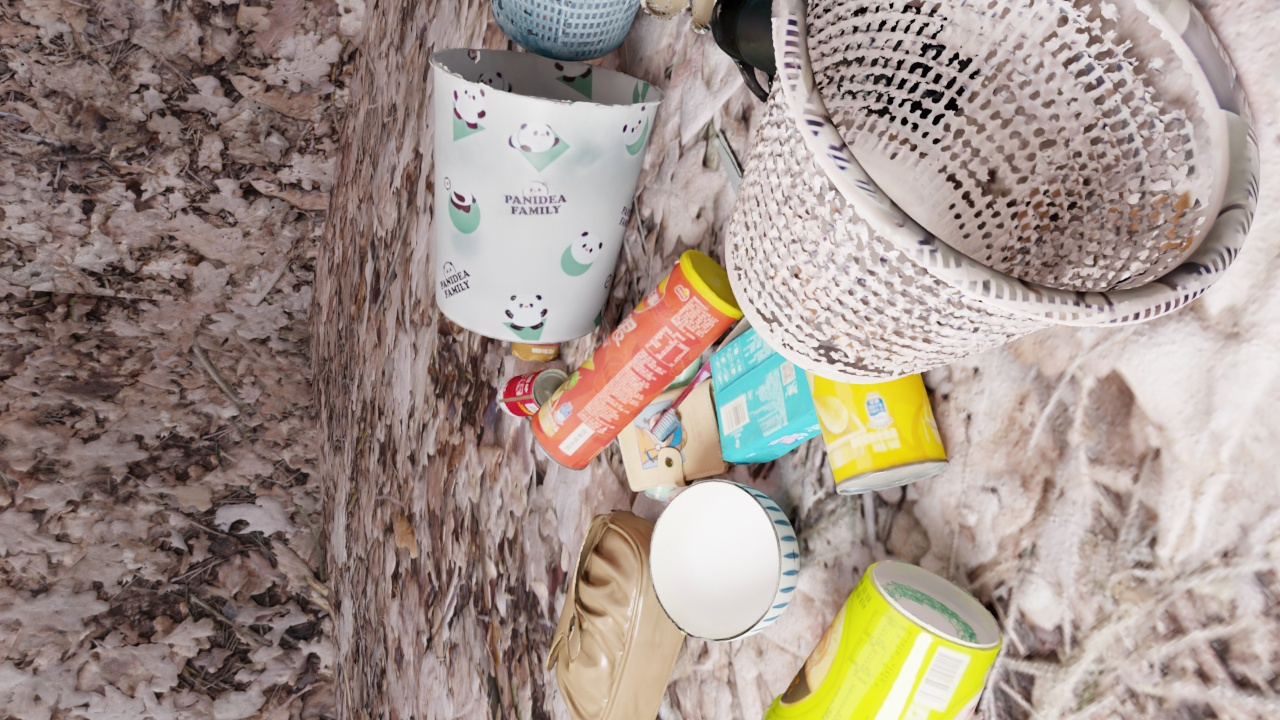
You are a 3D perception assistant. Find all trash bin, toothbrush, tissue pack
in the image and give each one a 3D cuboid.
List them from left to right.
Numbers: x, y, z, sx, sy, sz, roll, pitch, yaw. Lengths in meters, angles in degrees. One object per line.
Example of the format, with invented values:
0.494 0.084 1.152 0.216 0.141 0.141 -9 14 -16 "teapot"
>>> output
-0.111 -0.169 0.945 0.229 0.229 0.252 -128 43 -52 "trash bin"
-0.066 -0.421 0.915 0.196 0.226 0.226 110 151 -55 "trash bin"
0.036 0.022 0.833 0.027 0.026 0.225 -133 52 -65 "toothbrush"
0.065 0.003 0.754 0.017 0.016 0.188 51 121 21 "toothbrush"
0.105 0.016 0.675 0.134 0.050 0.093 -40 51 54 "tissue pack"
0.142 -0.087 0.467 0.193 0.227 0.227 123 143 -65 "trash bin"

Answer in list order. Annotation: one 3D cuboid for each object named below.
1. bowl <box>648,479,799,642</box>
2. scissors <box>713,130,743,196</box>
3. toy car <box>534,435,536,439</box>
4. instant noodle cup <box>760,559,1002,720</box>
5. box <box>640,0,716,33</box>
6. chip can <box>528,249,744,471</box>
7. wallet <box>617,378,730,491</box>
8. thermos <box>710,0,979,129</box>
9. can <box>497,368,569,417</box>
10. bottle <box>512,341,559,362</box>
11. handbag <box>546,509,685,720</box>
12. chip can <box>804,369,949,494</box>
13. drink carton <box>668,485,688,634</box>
0.071 0.150 0.689 0.117 0.066 0.116 -10 75 38 "bowl"
0.092 -0.145 0.762 0.108 0.012 0.174 147 123 -60 "scissors"
-0.091 0.074 1.057 0.091 0.043 0.036 -58 39 44 "toy car"
0.144 0.186 0.530 0.111 0.111 0.123 46 119 55 "instant noodle cup"
0.047 -0.374 0.795 0.076 0.088 0.163 -102 24 -57 "box"
-0.005 0.005 0.790 0.217 0.073 0.073 -46 43 23 "chip can"
0.028 0.070 0.812 0.115 0.024 0.087 -17 77 39 "wallet"
0.131 -0.213 0.646 0.242 0.068 0.090 -131 24 -56 "thermos"
-0.132 0.041 1.129 0.133 0.053 0.053 -11 77 62 "can"
-0.118 -0.088 1.113 0.057 0.057 0.175 25 109 61 "bottle"
-0.026 0.244 0.849 0.148 0.099 0.205 45 123 60 "handbag"
0.132 -0.025 0.589 0.072 0.072 0.213 -40 56 55 "chip can"
0.055 0.164 0.760 0.054 0.045 0.122 -24 66 59 "drink carton"
